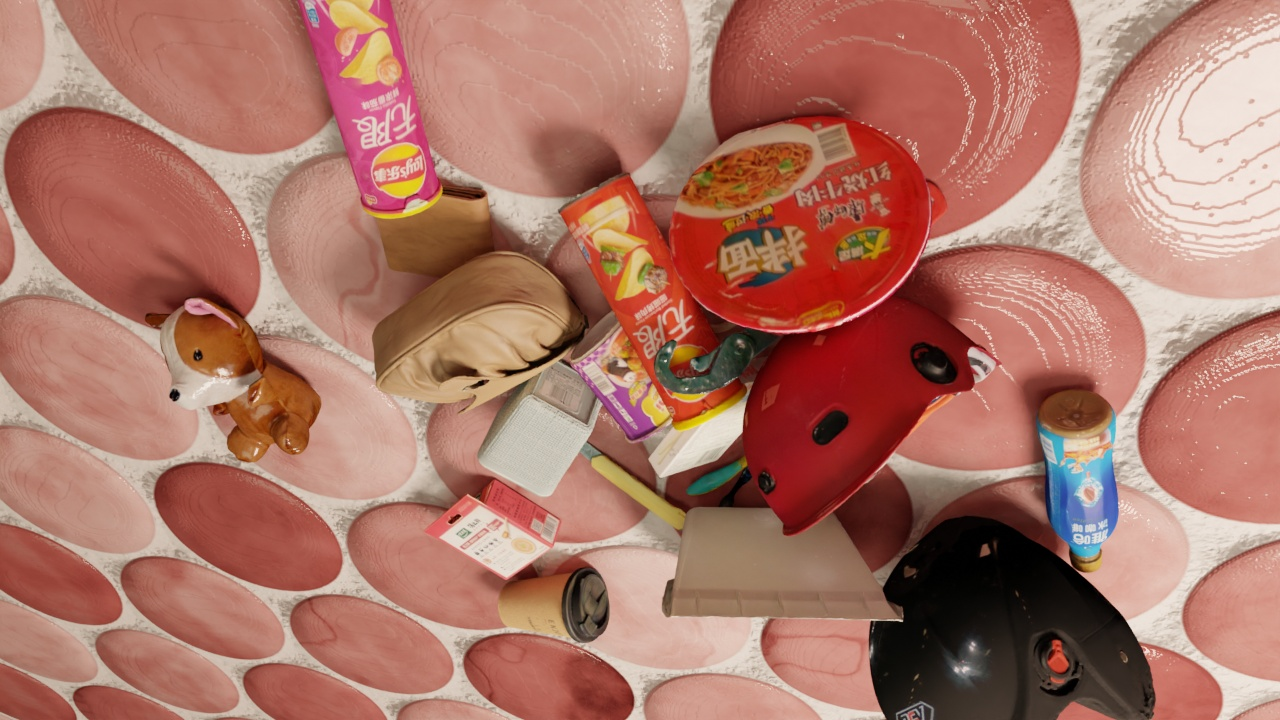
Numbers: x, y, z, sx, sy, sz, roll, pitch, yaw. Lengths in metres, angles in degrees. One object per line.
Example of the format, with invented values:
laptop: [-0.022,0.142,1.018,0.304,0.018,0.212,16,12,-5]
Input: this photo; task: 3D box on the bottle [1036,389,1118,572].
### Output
bottle: [0.422,0.125,0.878,0.065,0.065,0.219,-8,128,22]

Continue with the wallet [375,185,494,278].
wallet: [-0.192,-0.119,0.861,0.115,0.020,0.101,10,133,10]

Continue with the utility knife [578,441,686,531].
utility knife: [-0.012,0.140,1.040,0.196,0.020,0.031,35,126,-18]

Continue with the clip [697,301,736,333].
clip: [0.086,-0.057,0.839,0.103,0.092,0.035,-6,138,-27]

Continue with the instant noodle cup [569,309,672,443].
instant noodle cup: [-0.005,0.005,0.868,0.099,0.111,0.112,46,127,-13]

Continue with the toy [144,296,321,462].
toy: [-0.446,0.021,0.992,0.140,0.130,0.199,-12,117,31]

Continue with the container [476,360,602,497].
container: [-0.099,0.064,0.952,0.090,0.089,0.112,30,127,-10]

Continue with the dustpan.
dustpan: [0.132,0.249,0.972,0.223,0.257,0.143,1,112,1]

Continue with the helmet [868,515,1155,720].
helmet: [0.340,0.294,0.918,0.230,0.273,0.234,49,141,9]

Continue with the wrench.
wrench: [0.131,-0.054,0.740,0.273,0.016,0.056,-34,96,1]

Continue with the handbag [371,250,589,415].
handbag: [-0.155,-0.015,0.873,0.205,0.099,0.147,-28,150,34]

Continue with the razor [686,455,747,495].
razor: [0.093,0.115,0.983,0.028,0.043,0.133,6,146,-35]

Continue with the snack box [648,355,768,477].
snack box: [0.077,0.056,0.903,0.027,0.084,0.157,57,136,25]

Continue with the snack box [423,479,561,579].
snack box: [-0.181,0.203,1.124,0.127,0.044,0.113,36,131,-18]

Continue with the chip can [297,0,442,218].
chip can: [-0.220,-0.223,0.741,0.071,0.071,0.211,3,131,12]

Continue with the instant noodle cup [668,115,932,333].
instant noodle cup: [0.123,-0.094,0.703,0.194,0.193,0.066,-3,154,17]

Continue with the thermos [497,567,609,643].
thermos: [-0.110,0.314,1.177,0.143,0.092,0.093,-9,128,31]

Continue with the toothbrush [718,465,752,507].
toothbrush: [0.122,0.114,0.984,0.014,0.016,0.190,18,132,-9]

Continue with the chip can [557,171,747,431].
chip can: [0.012,-0.049,0.779,0.073,0.073,0.216,-24,97,31]

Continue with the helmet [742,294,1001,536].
helmet: [0.165,0.031,0.771,0.144,0.239,0.208,50,130,13]
